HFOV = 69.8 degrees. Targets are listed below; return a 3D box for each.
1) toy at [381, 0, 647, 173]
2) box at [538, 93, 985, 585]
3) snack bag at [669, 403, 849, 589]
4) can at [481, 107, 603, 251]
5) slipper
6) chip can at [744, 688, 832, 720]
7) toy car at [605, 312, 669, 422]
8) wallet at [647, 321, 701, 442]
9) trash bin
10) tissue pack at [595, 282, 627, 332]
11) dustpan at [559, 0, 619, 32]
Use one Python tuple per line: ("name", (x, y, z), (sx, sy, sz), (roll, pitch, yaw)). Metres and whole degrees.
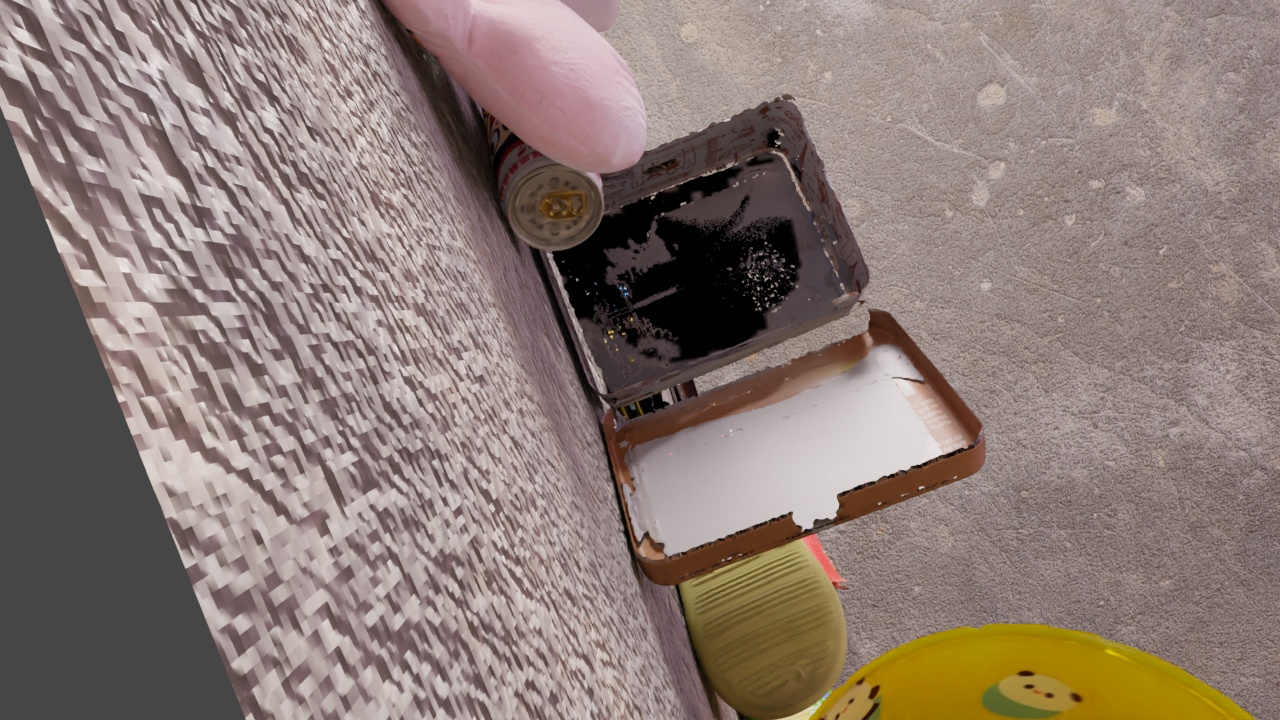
("toy", (-0.059, -0.146, 0.417), (0.159, 0.054, 0.121), (30, 28, -38))
("box", (0.051, -0.013, 0.523), (0.124, 0.179, 0.273), (67, 1, -57))
("snack bag", (0.072, 0.114, 0.743), (0.207, 0.128, 0.073), (-114, -144, -56))
("can", (-0.056, -0.116, 0.507), (0.132, 0.053, 0.053), (-109, 176, -48))
("slipper", (0.070, 0.146, 0.593), (0.190, 0.091, 0.082), (-114, -178, -46))
("chip can", (0.098, 0.221, 0.717), (0.221, 0.072, 0.073), (-108, 176, -51))
("toy car", (-0.004, 0.004, 0.702), (0.155, 0.041, 0.071), (-88, 160, -71))
("wallet", (0.029, 0.019, 0.679), (0.096, 0.020, 0.122), (64, 8, -57))
("trash bin", (0.184, 0.290, 0.439), (0.229, 0.229, 0.256), (-109, -178, -45))
("tissue pack", (-0.008, -0.042, 0.919), (0.157, 0.052, 0.095), (-108, 177, -56))
("dustpan", (-0.098, -0.303, 0.547), (0.273, 0.138, 0.223), (47, -38, 41))
